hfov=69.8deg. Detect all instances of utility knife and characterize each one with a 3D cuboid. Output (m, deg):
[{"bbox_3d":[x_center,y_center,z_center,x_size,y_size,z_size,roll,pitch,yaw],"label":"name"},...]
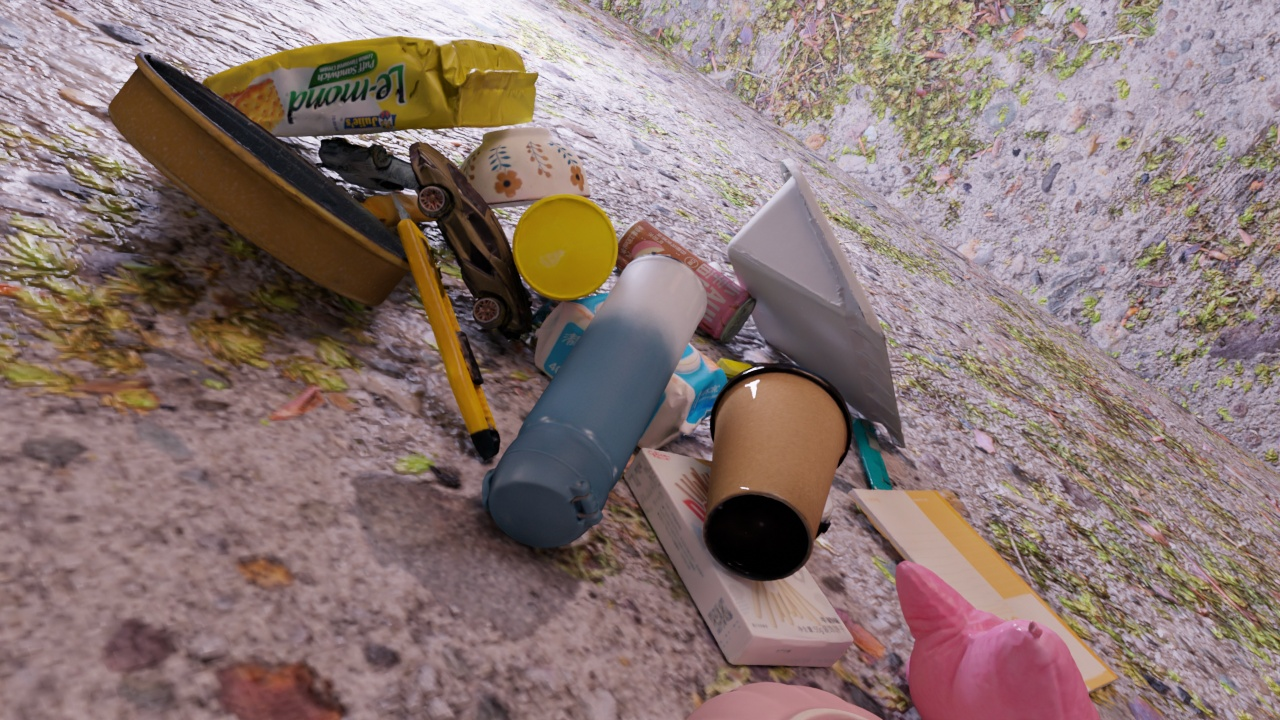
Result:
[{"bbox_3d":[0.216,0.089,0.848,0.029,0.013,0.160,28,23,-7],"label":"utility knife"},{"bbox_3d":[-0.116,-0.023,0.547,0.033,0.015,0.173,42,26,-82],"label":"utility knife"}]

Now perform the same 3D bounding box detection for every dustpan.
[{"bbox_3d":[0.196,-0.078,0.912,0.258,0.142,0.223,38,-12,35],"label":"dustpan"}]

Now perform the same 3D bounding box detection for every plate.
[{"bbox_3d":[0.101,0.214,0.400,0.192,0.039,0.192,27,22,-12],"label":"plate"}]

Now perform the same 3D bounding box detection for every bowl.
[{"bbox_3d":[-0.101,-0.161,0.770,0.113,0.062,0.113,-4,9,1],"label":"bowl"}]

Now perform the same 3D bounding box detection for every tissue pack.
[{"bbox_3d":[-0.004,0.004,0.678,0.140,0.063,0.089,37,23,14],"label":"tissue pack"}]

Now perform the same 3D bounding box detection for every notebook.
[{"bbox_3d":[0.268,0.177,0.723,0.145,0.010,0.206,8,34,-45],"label":"notebook"}]

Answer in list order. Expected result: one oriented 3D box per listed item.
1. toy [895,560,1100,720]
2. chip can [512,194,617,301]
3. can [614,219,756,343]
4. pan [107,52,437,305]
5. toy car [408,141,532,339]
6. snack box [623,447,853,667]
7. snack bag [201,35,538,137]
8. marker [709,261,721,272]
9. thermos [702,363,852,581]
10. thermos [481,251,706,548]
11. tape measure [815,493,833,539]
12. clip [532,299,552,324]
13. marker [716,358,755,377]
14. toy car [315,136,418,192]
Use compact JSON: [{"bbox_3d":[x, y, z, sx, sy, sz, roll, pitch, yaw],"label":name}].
[{"bbox_3d":[0.192,0.187,0.455,0.074,0.179,0.194,-26,44,-9],"label":"toy"},{"bbox_3d":[-0.060,-0.089,0.717,0.073,0.073,0.216,28,4,-8],"label":"chip can"},{"bbox_3d":[0.042,-0.080,0.923,0.147,0.058,0.057,37,23,14],"label":"can"},{"bbox_3d":[-0.204,-0.114,0.645,0.198,0.078,0.357,40,1,10],"label":"pan"},{"bbox_3d":[-0.121,-0.087,0.663,0.070,0.042,0.158,-103,168,-67],"label":"toy car"},{"bbox_3d":[0.056,0.118,0.565,0.084,0.027,0.156,15,28,-35],"label":"snack box"},{"bbox_3d":[-0.213,-0.215,0.731,0.247,0.068,0.157,1,16,16],"label":"snack bag"},{"bbox_3d":[0.080,-0.090,1.042,0.018,0.023,0.130,25,23,-1],"label":"marker"},{"bbox_3d":[0.080,0.066,0.561,0.093,0.093,0.143,31,30,-2],"label":"thermos"},{"bbox_3d":[-0.021,0.017,0.550,0.070,0.070,0.219,31,43,-1],"label":"thermos"},{"bbox_3d":[0.102,0.100,0.653,0.066,0.034,0.065,12,31,-35],"label":"tape measure"},{"bbox_3d":[-0.074,-0.033,0.734,0.046,0.014,0.056,34,23,3],"label":"clip"},{"bbox_3d":[0.114,0.014,0.877,0.124,0.015,0.018,11,30,-46],"label":"marker"},{"bbox_3d":[-0.217,-0.161,0.779,0.054,0.037,0.120,17,6,29],"label":"toy car"}]
